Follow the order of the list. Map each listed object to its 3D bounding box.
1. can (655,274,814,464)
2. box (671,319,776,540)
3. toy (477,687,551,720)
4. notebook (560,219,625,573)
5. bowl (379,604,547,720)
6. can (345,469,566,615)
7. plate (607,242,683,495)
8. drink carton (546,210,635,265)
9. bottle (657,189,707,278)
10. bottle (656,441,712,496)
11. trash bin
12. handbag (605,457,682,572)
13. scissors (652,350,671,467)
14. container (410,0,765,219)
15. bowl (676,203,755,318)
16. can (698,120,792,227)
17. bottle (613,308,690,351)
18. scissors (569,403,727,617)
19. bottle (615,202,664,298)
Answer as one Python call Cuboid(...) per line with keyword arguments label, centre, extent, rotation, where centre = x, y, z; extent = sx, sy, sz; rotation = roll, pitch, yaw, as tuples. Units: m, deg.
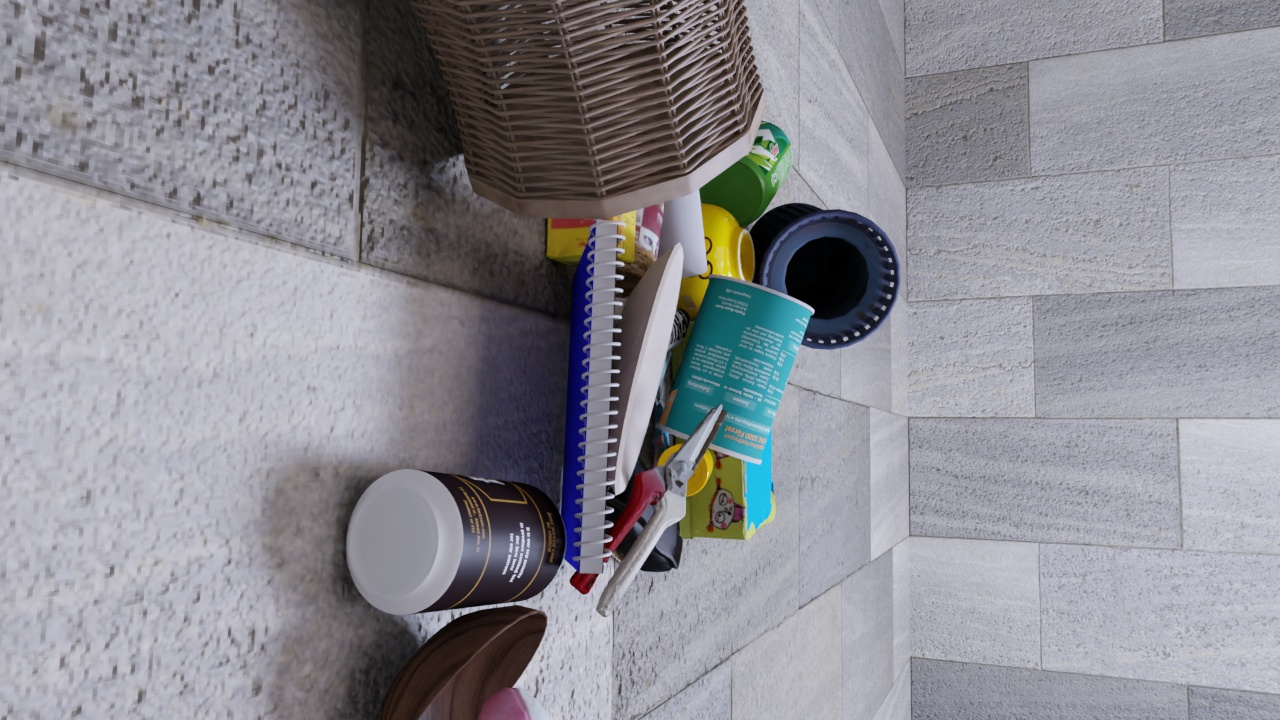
Cuboid(label="can", centre=(0.084, 0.008, 0.821), extent=(0.099, 0.099, 0.144), rotation=(21, 88, -65))
Cuboid(label="box", centre=(0.087, 0.067, 0.941), extent=(0.124, 0.079, 0.221), rotation=(-10, 100, -67))
Cuboid(label="toy", centre=(-0.081, 0.314, 0.481), extent=(0.127, 0.187, 0.265), rotation=(-5, 83, -29))
Cuboid(label="notebook", centre=(-0.036, 0.029, 0.613), extent=(0.172, 0.022, 0.209), rotation=(140, -47, -78))
Cuboid(label="bowl", centre=(-0.103, 0.174, 0.499), extent=(0.119, 0.032, 0.119), rotation=(-45, 159, -23))
Cuboid(label="can", centre=(-0.097, 0.100, 0.507), extent=(0.128, 0.072, 0.072), rotation=(25, 66, -65))
Cuboid(label="plate", centre=(-0.004, 0.005, 0.674), extent=(0.188, 0.027, 0.188), rotation=(16, 88, -84))
Cuboid(label="drink carton", centre=(-0.035, -0.139, 0.682), extent=(0.043, 0.059, 0.134), rotation=(10, 80, -67))
Cuboid(label="bottle", centre=(0.024, -0.174, 0.830), extent=(0.052, 0.052, 0.195), rotation=(-37, 122, -62))
Cuboid(label="bottle", centre=(0.042, 0.094, 0.817), extent=(0.143, 0.043, 0.043), rotation=(29, 61, -83))
Cuboid(label="trash bin", centre=(0.189, -0.106, 1.027), extent=(0.249, 0.139, 0.139), rotation=(-86, 169, -77))
Cuboid(label="handbag", centre=(0.002, 0.125, 0.764), extent=(0.128, 0.054, 0.079), rotation=(54, 37, -49))
Cuboid(label="scissors", centre=(0.008, 0.035, 0.842), extent=(0.118, 0.015, 0.139), rotation=(21, 63, -66))
Cuboid(label="container", centre=(-0.035, -0.212, 0.499), extent=(0.196, 0.227, 0.226), rotation=(76, 25, -43))
Cuboid(label="bowl", centre=(0.076, -0.102, 0.929), extent=(0.117, 0.068, 0.117), rotation=(-1, 90, -67))
Cuboid(label="can", centre=(0.116, -0.208, 1.007), extent=(0.143, 0.083, 0.083), rotation=(-55, 138, -54))
Cuboid(label="bottle", centre=(0.016, -0.026, 0.817), extent=(0.115, 0.041, 0.041), rotation=(-29, 115, -64))
Cuboid(label="scissors", centre=(0.009, 0.102, 0.699), extent=(0.140, 0.015, 0.188), rotation=(15, 68, -26))
Cuboid(label="bottle", centre=(-0.011, -0.109, 0.740), extent=(0.056, 0.056, 0.105), rotation=(43, 50, -59))
